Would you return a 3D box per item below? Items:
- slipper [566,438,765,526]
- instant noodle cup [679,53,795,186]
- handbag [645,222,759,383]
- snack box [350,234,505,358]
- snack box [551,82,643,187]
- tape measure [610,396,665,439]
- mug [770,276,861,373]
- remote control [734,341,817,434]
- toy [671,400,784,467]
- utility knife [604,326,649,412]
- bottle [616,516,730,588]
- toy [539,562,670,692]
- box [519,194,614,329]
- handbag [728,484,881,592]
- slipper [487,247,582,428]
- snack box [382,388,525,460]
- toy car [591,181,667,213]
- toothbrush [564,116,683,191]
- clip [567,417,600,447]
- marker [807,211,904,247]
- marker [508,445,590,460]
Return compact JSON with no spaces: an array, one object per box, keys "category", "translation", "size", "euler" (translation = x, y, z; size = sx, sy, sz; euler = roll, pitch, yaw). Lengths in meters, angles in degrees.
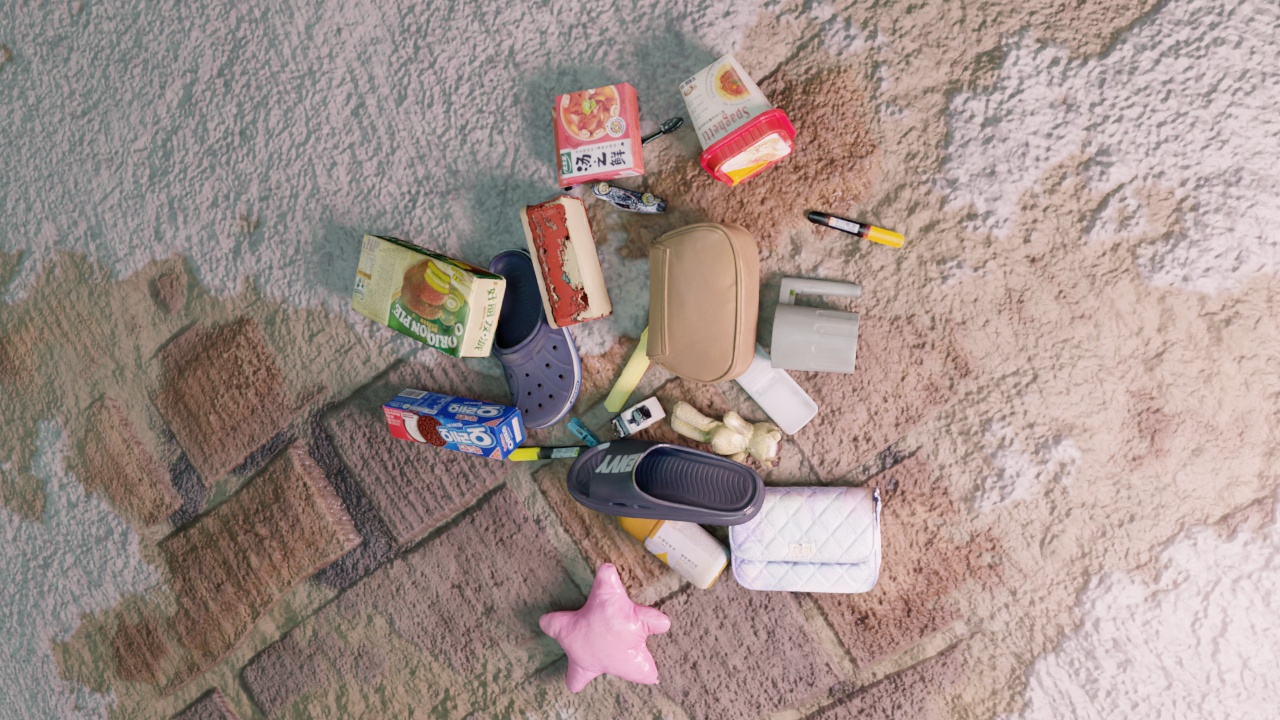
[{"category":"slipper","translation":[0.027,0.145,1.190],"size":[0.268,0.083,0.110],"euler":[6,56,20]},{"category":"instant noodle cup","translation":[0.116,-0.300,1.140],"size":[0.116,0.116,0.124],"euler":[-29,76,17]},{"category":"handbag","translation":[0.081,-0.075,1.178],"size":[0.148,0.099,0.204],"euler":[7,99,31]},{"category":"snack box","translation":[-0.296,-0.091,1.258],"size":[0.240,0.063,0.114],"euler":[21,103,34]},{"category":"snack box","translation":[-0.065,-0.295,1.211],"size":[0.127,0.044,0.113],"euler":[-5,92,22]},{"category":"tape measure","translation":[-0.001,0.077,1.234],"size":[0.066,0.065,0.033],"euler":[-31,85,18]},{"category":"mug","translation":[0.223,-0.045,1.157],"size":[0.103,0.084,0.123],"euler":[6,73,14]},{"category":"remote control","translation":[0.170,0.033,1.204],"size":[0.056,0.020,0.136],"euler":[-45,83,16]},{"category":"toy","translation":[0.113,0.094,1.212],"size":[0.157,0.066,0.105],"euler":[17,133,17]},{"category":"utility knife","translation":[-0.007,0.007,1.254],"size":[0.031,0.018,0.152],"euler":[35,102,13]},{"category":"bottle","translation":[0.032,0.230,1.241],"size":[0.189,0.068,0.068],"euler":[36,104,12]},{"category":"toy","translation":[-0.047,0.394,1.282],"size":[0.178,0.074,0.195],"euler":[45,109,4]},{"category":"box","translation":[-0.091,-0.133,1.221],"size":[0.079,0.091,0.168],"euler":[-14,93,20]},{"category":"handbag","translation":[0.213,0.229,1.187],"size":[0.194,0.075,0.134],"euler":[-3,93,15]},{"category":"slipper","translation":[-0.153,-0.031,1.251],"size":[0.105,0.095,0.253],"euler":[-11,91,19]},{"category":"snack box","translation":[-0.262,0.086,1.282],"size":[0.208,0.057,0.058],"euler":[7,121,28]},{"category":"toy car","translation":[-0.017,-0.213,1.213],"size":[0.106,0.049,0.031],"euler":[18,99,14]},{"category":"toothbrush","translation":[-0.025,-0.275,1.226],"size":[0.189,0.016,0.014],"euler":[-27,79,18]},{"category":"clip","translation":[-0.078,0.102,1.283],"size":[0.055,0.038,0.013],"euler":[43,106,-3]},{"category":"marker","translation":[0.271,-0.166,1.157],"size":[0.124,0.015,0.018],"euler":[19,100,15]},{"category":"marker","translation":[-0.128,0.131,1.304],"size":[0.124,0.015,0.018],"euler":[-4,96,13]}]
